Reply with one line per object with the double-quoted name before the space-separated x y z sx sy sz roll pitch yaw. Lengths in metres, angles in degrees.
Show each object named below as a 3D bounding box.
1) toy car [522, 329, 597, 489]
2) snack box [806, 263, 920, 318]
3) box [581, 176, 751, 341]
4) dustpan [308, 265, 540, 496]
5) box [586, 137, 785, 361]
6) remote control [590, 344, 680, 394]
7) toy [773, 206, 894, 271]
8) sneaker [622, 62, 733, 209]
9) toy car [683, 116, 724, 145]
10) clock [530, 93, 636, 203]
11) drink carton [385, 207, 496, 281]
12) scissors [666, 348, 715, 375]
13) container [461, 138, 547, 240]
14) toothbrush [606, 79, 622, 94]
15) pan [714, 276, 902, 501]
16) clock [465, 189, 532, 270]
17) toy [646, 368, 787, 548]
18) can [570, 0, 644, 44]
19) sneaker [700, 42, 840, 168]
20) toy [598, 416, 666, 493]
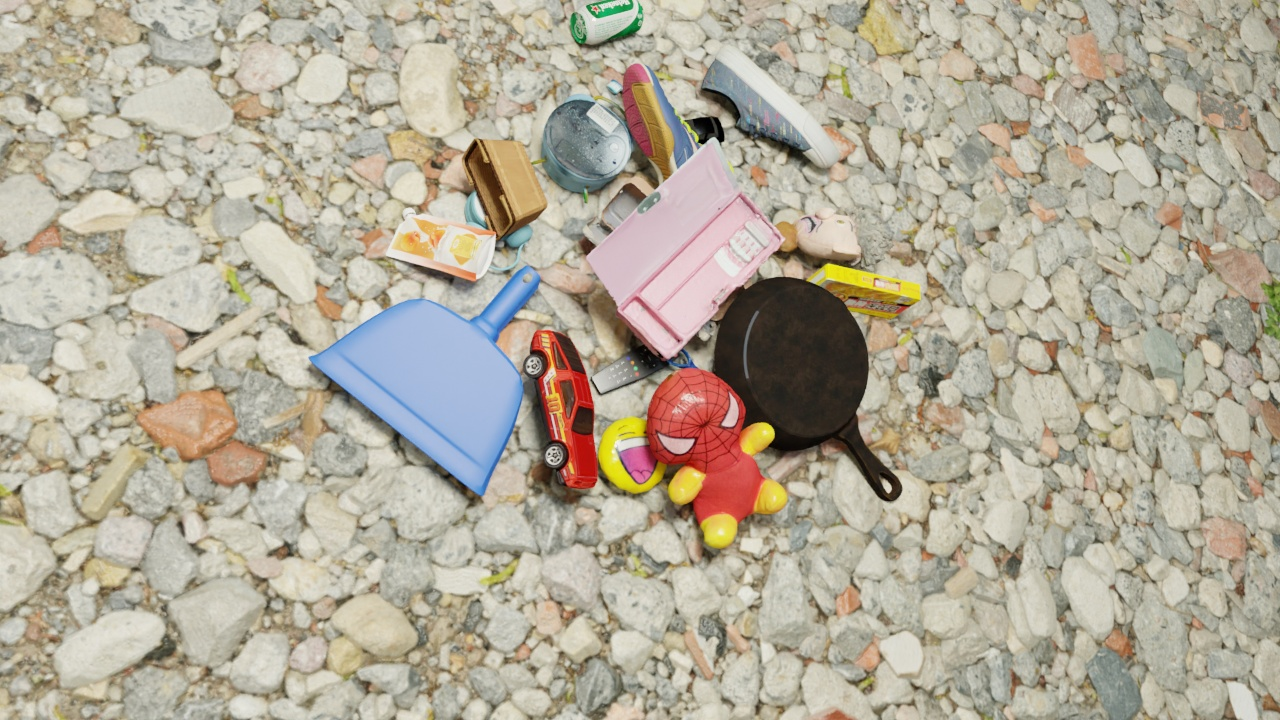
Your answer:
"toy car" -0.088 0.058 1.075 0.056 0.081 0.189 -16 77 18
"snack box" 0.308 -0.096 1.287 0.152 0.075 0.025 10 68 -18
"box" 0.040 -0.136 1.189 0.216 0.094 0.107 42 98 -4
"dustpan" -0.203 -0.016 1.076 0.245 0.060 0.257 40 73 -5
"box" 0.054 -0.136 1.132 0.232 0.059 0.179 -44 110 -16
"remote control" -0.007 0.007 1.168 0.124 0.010 0.039 -27 84 -26
"toy" 0.265 -0.180 1.290 0.176 0.132 0.076 -2 118 -5
"sneaker" 0.050 -0.282 1.217 0.091 0.116 0.242 -29 112 -20
"toy car" 0.077 -0.323 1.295 0.091 0.036 0.042 -12 77 -24
"clock" -0.067 -0.292 1.217 0.118 0.060 0.161 37 63 -6
"drink carton" -0.241 -0.141 1.103 0.122 0.039 0.069 16 71 11
"scissors" 0.083 0.015 1.192 0.132 0.015 0.110 -23 93 -25
"container" -0.162 -0.211 1.111 0.061 0.063 0.114 -20 84 -32
"toothbrush" 0.003 -0.347 1.276 0.132 0.021 0.016 43 74 11
"pan" 0.244 0.050 1.193 0.248 0.043 0.356 -45 105 -22
"clock" -0.180 -0.171 1.149 0.087 0.042 0.123 -1 78 -21
"toy" 0.082 0.108 1.103 0.147 0.099 0.216 -31 101 -22
"can" -0.045 -0.480 1.291 0.101 0.053 0.053 -25 83 -26
"sneaker" 0.186 -0.353 1.337 0.235 0.087 0.079 41 98 -8
"toy" -0.009 0.114 1.115 0.095 0.041 0.094 -1 77 -31
